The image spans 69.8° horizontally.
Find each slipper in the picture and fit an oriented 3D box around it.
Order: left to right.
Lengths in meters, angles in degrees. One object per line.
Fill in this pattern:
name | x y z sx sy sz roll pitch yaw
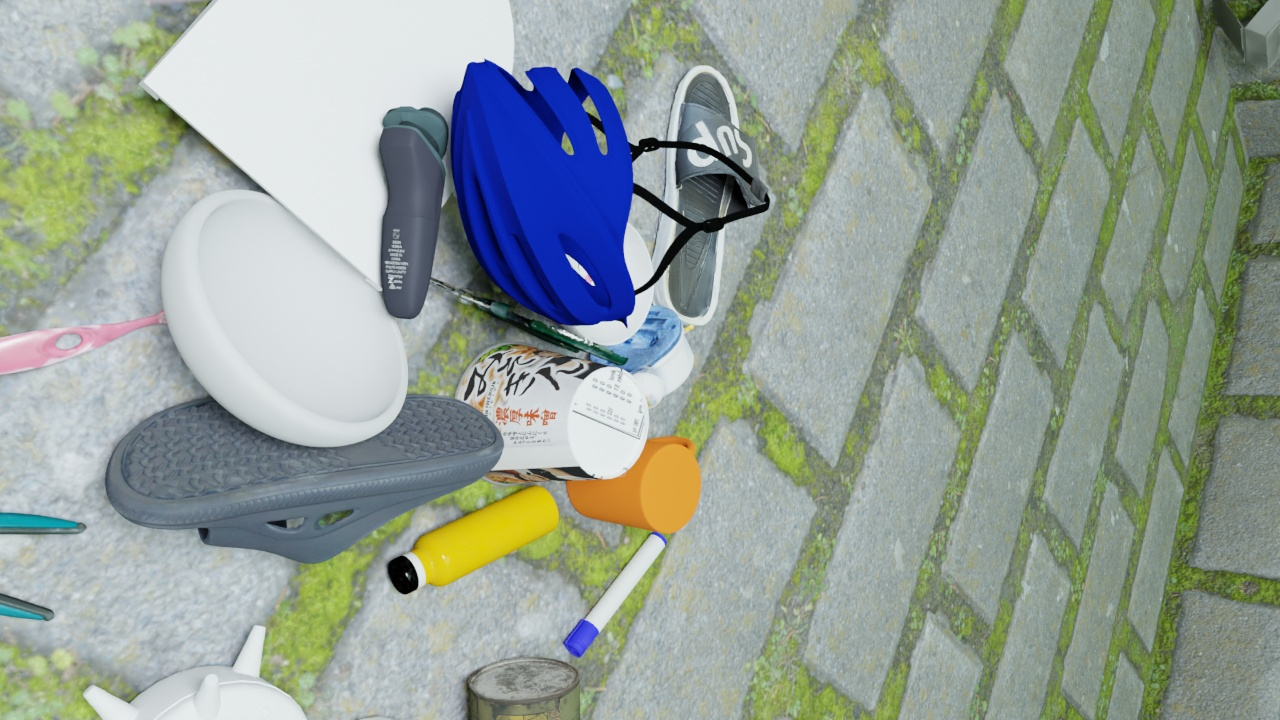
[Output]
slipper | -0.217 0.079 0.621 0.267 0.111 0.083 -4 125 -46
slipper | 0.072 -0.164 0.919 0.111 0.063 0.263 18 81 -44

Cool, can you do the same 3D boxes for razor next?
razor | -0.158 -0.100 0.628 0.052 0.047 0.143 3 93 -69

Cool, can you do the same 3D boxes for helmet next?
helmet | -0.019 -0.129 0.666 0.227 0.147 0.242 -23 135 -7

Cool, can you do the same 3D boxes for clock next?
clock | -0.269 0.265 0.577 0.125 0.073 0.161 -13 101 -44
clock | -0.005 0.005 0.828 0.125 0.089 0.052 -54 132 -31

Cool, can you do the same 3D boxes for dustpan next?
dustpan | -0.195 -0.210 0.652 0.191 0.053 0.257 46 61 -36

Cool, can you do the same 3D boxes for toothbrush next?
toothbrush | -0.331 -0.014 0.545 0.134 0.016 0.022 -22 116 -43

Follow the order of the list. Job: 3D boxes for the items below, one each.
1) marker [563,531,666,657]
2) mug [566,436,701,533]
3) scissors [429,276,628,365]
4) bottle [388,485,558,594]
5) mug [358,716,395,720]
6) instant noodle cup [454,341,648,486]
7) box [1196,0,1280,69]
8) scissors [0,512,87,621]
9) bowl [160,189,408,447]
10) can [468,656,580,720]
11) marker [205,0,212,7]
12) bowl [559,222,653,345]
marker | -0.022 0.218 0.866 0.141 0.020 0.020 -47 123 -34
mug | 0.004 0.101 0.833 0.112 0.096 0.078 -36 116 -39
scissors | -0.116 -0.041 0.738 0.209 0.137 0.015 24 89 -13
bottle | -0.132 0.144 0.733 0.143 0.043 0.043 -20 106 -43
mug | -0.193 0.321 0.660 0.094 0.068 0.115 41 63 -38
instant noodle cup | -0.066 0.046 0.741 0.123 0.122 0.123 -2 92 -45
box | 1.481 -0.858 2.244 0.169 0.232 0.166 -52 144 11
scissors | -0.380 0.105 0.499 0.154 0.019 0.126 -31 111 -39
bowl | -0.233 -0.017 0.584 0.176 0.066 0.176 50 21 -28
can | -0.093 0.293 0.745 0.089 0.090 0.074 -4 95 -45
marker | -0.243 -0.179 0.634 0.011 0.011 0.152 -54 126 -30
bowl | -0.046 -0.071 0.808 0.114 0.051 0.114 -1 92 -45
